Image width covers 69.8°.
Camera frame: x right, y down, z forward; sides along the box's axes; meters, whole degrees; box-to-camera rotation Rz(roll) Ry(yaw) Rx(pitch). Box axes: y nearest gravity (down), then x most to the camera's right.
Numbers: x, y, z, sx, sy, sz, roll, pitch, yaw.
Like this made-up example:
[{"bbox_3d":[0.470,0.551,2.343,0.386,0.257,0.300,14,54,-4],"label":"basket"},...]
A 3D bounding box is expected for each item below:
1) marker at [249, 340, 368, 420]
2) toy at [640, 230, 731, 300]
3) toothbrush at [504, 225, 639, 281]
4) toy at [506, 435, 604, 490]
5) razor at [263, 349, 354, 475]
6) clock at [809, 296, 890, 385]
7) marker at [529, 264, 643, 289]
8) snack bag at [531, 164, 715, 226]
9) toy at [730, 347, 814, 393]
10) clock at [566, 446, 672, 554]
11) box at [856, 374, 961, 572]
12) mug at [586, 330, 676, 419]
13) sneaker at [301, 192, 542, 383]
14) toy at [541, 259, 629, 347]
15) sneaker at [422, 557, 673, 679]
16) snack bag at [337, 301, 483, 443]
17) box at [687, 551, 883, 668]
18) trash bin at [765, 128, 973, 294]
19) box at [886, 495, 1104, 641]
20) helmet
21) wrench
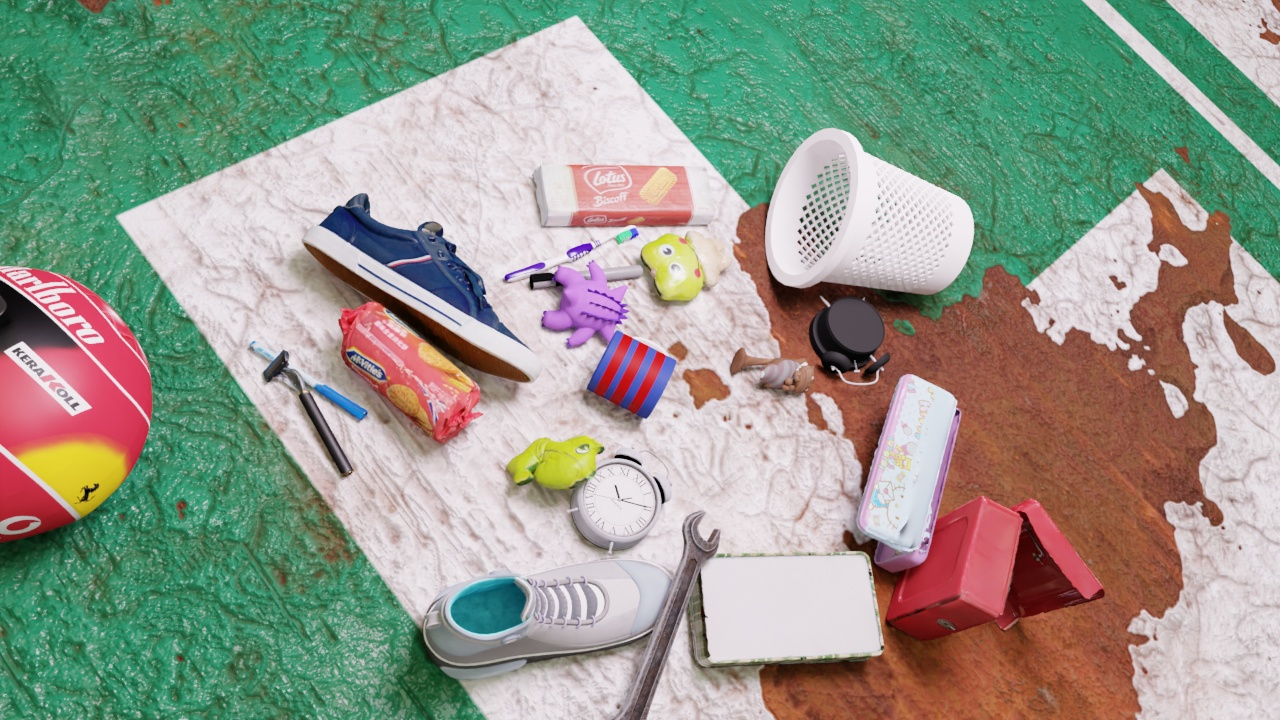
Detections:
[{"bbox_3d":[-0.348,0.020,0.959,0.142,0.013,0.013,32,60,1],"label":"marker"},{"bbox_3d":[0.060,-0.120,1.132,0.117,0.043,0.092,-17,70,-25],"label":"toy"},{"bbox_3d":[-0.080,-0.129,1.109,0.186,0.015,0.016,-25,79,-25],"label":"toothbrush"},{"bbox_3d":[-0.089,0.106,0.965,0.094,0.036,0.093,-38,44,-26],"label":"toy"},{"bbox_3d":[-0.335,0.057,0.941,0.144,0.043,0.022,55,28,7],"label":"razor"},{"bbox_3d":[0.264,-0.024,1.147,0.091,0.043,0.120,1,65,-16],"label":"clock"},{"bbox_3d":[-0.064,-0.101,1.100,0.140,0.016,0.016,-8,68,-20],"label":"marker"},{"bbox_3d":[-0.018,-0.209,1.153,0.225,0.041,0.077,-3,68,-20],"label":"snack bag"},{"bbox_3d":[0.165,0.013,1.101,0.101,0.042,0.054,1,42,-25],"label":"toy"},{"bbox_3d":[-0.018,0.145,0.985,0.094,0.035,0.122,44,62,6],"label":"clock"},{"bbox_3d":[0.297,0.125,1.054,0.093,0.090,0.213,30,60,-9],"label":"box"},{"bbox_3d":[-0.006,0.006,1.041,0.076,0.075,0.111,27,34,-3],"label":"mug"},{"bbox_3d":[-0.213,-0.088,1.000,0.294,0.121,0.127,35,73,5],"label":"sneaker"},{"bbox_3d":[-0.060,-0.064,1.060,0.088,0.056,0.106,17,83,-20],"label":"toy"},{"bbox_3d":[-0.072,0.226,0.859,0.256,0.161,0.093,-7,67,-18],"label":"sneaker"},{"bbox_3d":[-0.243,0.014,0.959,0.176,0.082,0.082,40,61,5],"label":"snack bag"},{"bbox_3d":[0.152,0.263,0.974,0.205,0.050,0.117,1,68,-16],"label":"box"},{"bbox_3d":[0.295,-0.168,1.156,0.199,0.196,0.195,11,62,-22],"label":"trash bin"},{"bbox_3d":[0.357,0.235,0.988,0.165,0.158,0.151,-22,71,-22],"label":"box"},{"bbox_3d":[-0.556,0.024,0.790,0.271,0.198,0.224,35,60,11],"label":"helmet"},{"bbox_3d":[0.019,0.278,0.897,0.070,0.010,0.272,33,71,-34],"label":"wrench"}]
